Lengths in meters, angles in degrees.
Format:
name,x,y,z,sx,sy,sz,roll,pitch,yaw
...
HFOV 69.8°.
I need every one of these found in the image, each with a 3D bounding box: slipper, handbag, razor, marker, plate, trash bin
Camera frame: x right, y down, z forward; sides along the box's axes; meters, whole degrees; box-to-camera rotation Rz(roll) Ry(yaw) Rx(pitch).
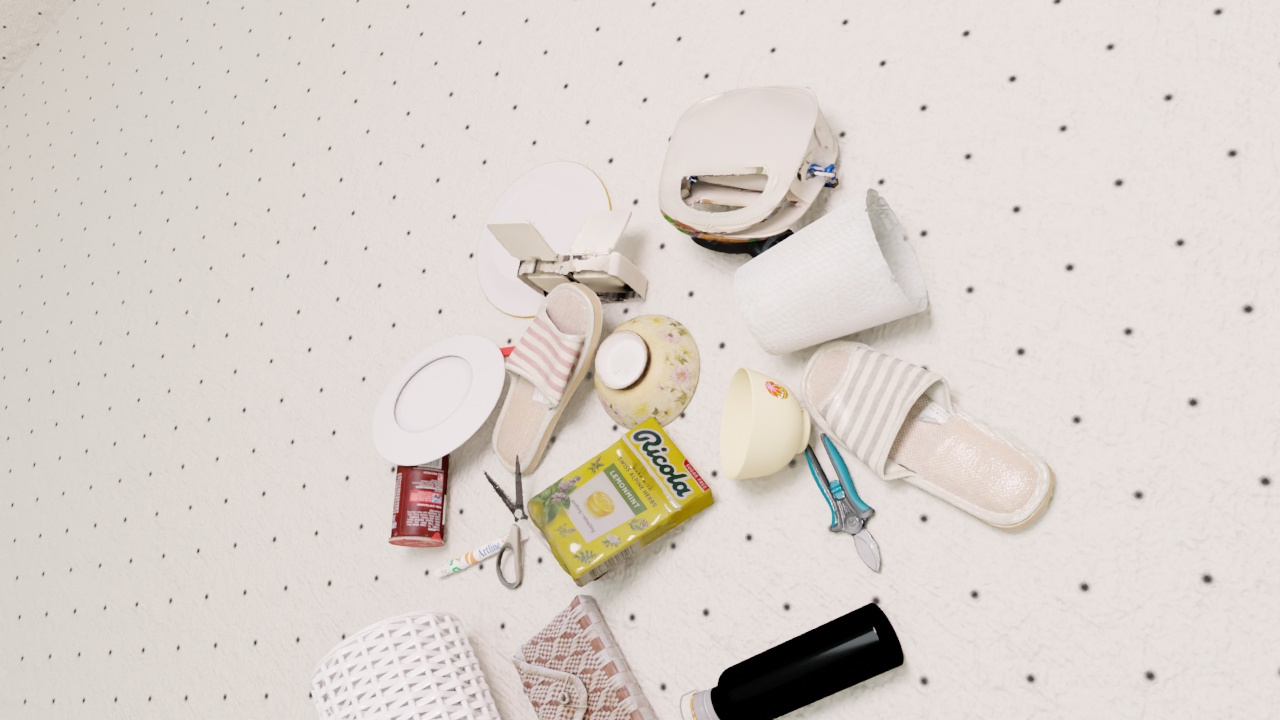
name,x,y,z,sx,sy,sz,roll,pitch,yaw
slipper,0.268,0.067,0.896,0.273,0.054,0.114,37,101,35
slipper,-0.124,0.026,1.119,0.115,0.052,0.263,42,117,35
handbag,0.119,-0.209,1.045,0.201,0.093,0.199,8,62,35
handbag,-0.065,0.367,1.012,0.124,0.047,0.185,-43,57,13
razor,0.120,-0.133,1.060,0.141,0.052,0.064,12,105,40
marker,-0.203,0.244,1.160,0.146,0.017,0.017,-28,61,22
plate,-0.140,-0.170,1.254,0.230,0.021,0.229,-11,69,30
plate,-0.273,0.046,1.219,0.209,0.015,0.208,-17,47,19
trash bin,0.192,-0.082,0.950,0.162,0.133,0.133,-24,62,30

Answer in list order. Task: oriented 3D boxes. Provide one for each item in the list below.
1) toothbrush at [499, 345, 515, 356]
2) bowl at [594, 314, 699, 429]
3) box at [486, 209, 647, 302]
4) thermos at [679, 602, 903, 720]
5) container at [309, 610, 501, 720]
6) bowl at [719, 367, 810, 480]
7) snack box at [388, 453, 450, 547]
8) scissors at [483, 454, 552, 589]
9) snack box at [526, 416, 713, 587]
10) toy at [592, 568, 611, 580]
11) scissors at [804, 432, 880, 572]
name,x,y,z,sx,sy,sz,roll,pitch,yaw
toothbrush,-0.211,-0.010,1.249,0.213,0.018,0.012,-7,71,31
bowl,-0.007,0.006,1.083,0.145,0.063,0.145,-10,71,29
box,-0.083,-0.147,1.107,0.144,0.184,0.098,2,74,24
thermos,0.137,0.310,0.891,0.232,0.061,0.061,-32,60,20
container,-0.255,0.412,1.032,0.189,0.189,0.186,-43,55,14
bowl,0.134,0.070,0.959,0.074,0.118,0.117,7,74,-9
snack box,-0.289,0.181,1.204,0.072,0.072,0.121,-11,68,30
scissors,-0.141,0.204,1.114,0.171,0.012,0.157,26,101,23
snack box,-0.027,0.155,1.016,0.180,0.045,0.121,-32,55,-10
toy,-0.067,0.204,1.054,0.076,0.062,0.100,-45,73,33
scissors,0.201,0.145,0.932,0.139,0.019,0.136,10,82,34
